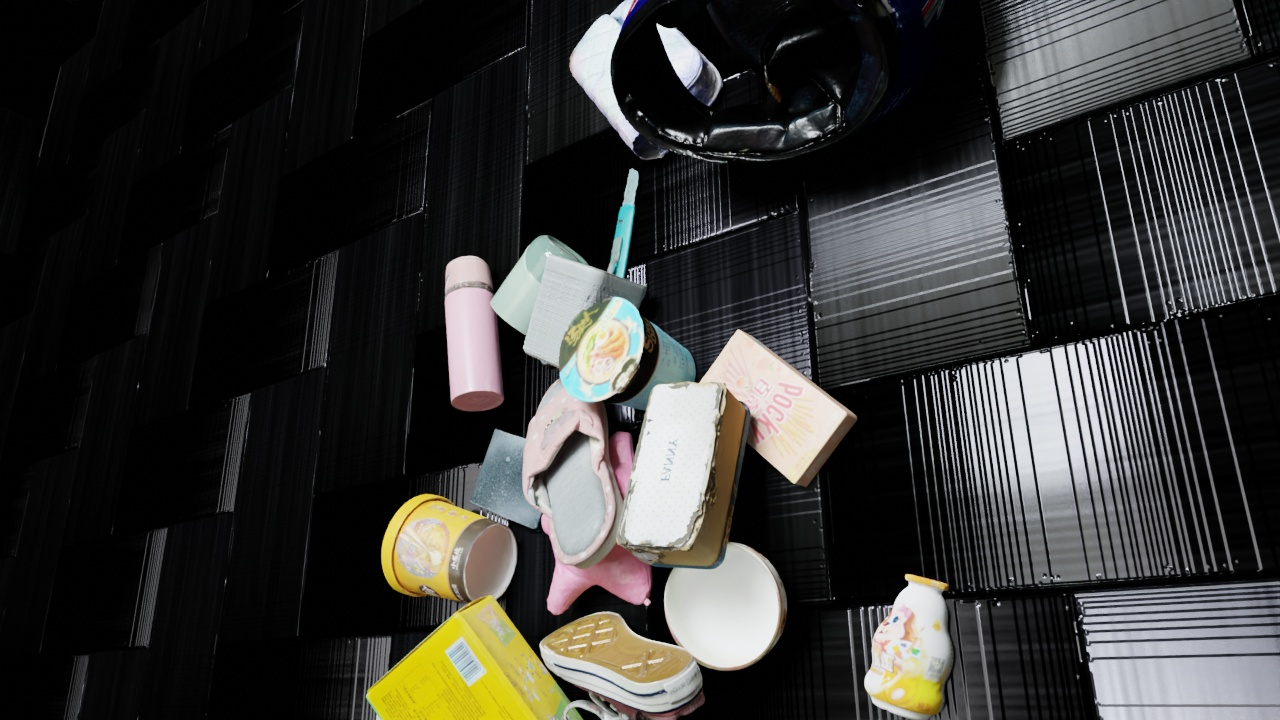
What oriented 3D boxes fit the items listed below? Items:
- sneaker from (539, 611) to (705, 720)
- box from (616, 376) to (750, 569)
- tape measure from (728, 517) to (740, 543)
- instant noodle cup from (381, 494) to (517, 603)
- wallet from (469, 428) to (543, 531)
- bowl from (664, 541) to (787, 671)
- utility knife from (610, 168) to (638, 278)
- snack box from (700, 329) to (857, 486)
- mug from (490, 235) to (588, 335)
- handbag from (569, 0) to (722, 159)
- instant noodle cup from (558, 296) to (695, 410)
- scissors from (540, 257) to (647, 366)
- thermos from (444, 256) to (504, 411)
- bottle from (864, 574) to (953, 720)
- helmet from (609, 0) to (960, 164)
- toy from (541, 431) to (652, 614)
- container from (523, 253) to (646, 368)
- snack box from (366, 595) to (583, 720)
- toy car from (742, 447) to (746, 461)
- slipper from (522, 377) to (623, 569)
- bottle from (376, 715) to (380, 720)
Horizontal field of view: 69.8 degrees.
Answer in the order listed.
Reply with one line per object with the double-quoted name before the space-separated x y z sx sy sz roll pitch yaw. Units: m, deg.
"sneaker" -0.017 0.305 0.870 0.242 0.118 0.088 -5 103 58
"box" 0.043 0.098 0.851 0.090 0.064 0.183 -3 57 33
"tape measure" 0.066 0.172 0.896 0.058 0.039 0.057 7 79 39
"instant noodle cup" -0.213 0.222 1.053 0.115 0.118 0.118 7 79 30
"wallet" -0.146 0.140 1.088 0.121 0.019 0.097 13 82 38
"bowl" 0.085 0.223 0.844 0.114 0.062 0.113 -6 78 26
"utility knife" -0.024 -0.137 1.089 0.029 0.013 0.196 0 75 40
"snack box" 0.128 0.044 0.901 0.157 0.026 0.084 42 101 39
"mug" -0.120 -0.093 1.113 0.106 0.082 0.111 -54 19 10
"handbag" 0.001 -0.345 1.102 0.134 0.075 0.193 -46 52 17
"instant noodle cup" -0.006 0.006 0.957 0.111 0.120 0.111 -15 65 34
"scissors" -0.055 -0.031 1.068 0.182 0.014 0.159 -26 64 35
"thermos" -0.218 -0.033 1.176 0.087 0.067 0.198 131 135 -53
"bottle" 0.221 0.230 0.742 0.063 0.063 0.108 8 80 39
"helmet" 0.145 -0.337 0.883 0.316 0.247 0.239 -3 44 38
"toy" -0.039 0.188 0.949 0.195 0.074 0.178 -50 45 18
"container" -0.065 -0.046 1.016 0.090 0.090 0.114 22 94 42
"snack box" -0.158 0.372 0.934 0.158 0.070 0.210 -43 78 18
"toy car" 0.069 0.076 0.926 0.036 0.043 0.091 -51 50 8
"slipper" -0.078 0.101 0.954 0.114 0.054 0.274 -42 34 17
"bottle" -0.219 0.366 1.031 0.190 0.068 0.068 -43 53 18
